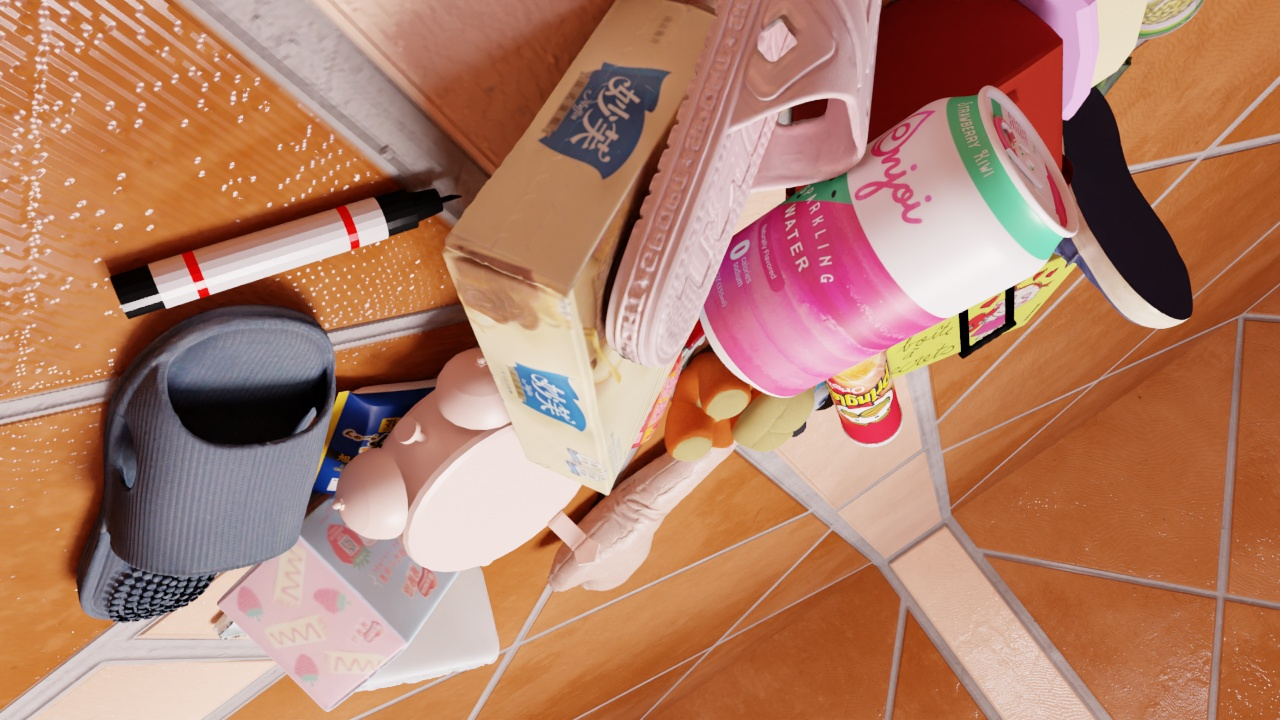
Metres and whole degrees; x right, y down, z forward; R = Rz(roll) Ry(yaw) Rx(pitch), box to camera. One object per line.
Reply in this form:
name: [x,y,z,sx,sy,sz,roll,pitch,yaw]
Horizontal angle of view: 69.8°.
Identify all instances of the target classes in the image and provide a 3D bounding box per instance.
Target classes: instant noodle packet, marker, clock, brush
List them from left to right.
marker: [-0.146,-0.051,0.393,0.145,0.019,0.019,-23,153,-23]
instant noodle packet: [-0.135,0.042,0.567,0.134,0.026,0.087,-7,140,-44]
clock: [-0.089,0.072,0.551,0.131,0.086,0.160,-45,142,2]
brush: [0.207,-0.206,0.456,0.043,0.089,0.228,-41,155,4]
marker: [0.347,-0.186,0.747,0.017,0.017,0.147,-20,152,-27]

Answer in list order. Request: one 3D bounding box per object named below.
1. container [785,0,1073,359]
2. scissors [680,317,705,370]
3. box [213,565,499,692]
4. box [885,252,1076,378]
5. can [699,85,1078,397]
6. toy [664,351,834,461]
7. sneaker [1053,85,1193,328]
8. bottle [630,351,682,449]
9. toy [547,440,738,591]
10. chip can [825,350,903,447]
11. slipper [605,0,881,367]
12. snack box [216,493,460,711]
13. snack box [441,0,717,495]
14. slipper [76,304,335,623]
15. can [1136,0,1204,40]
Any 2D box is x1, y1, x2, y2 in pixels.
container: [0.172,-0.105,0.552,0.148,0.127,0.201,-32,146,-3]
scissors: [0.058,-0.041,0.634,0.179,0.015,0.196,-50,175,-1]
box: [-0.195,0.209,0.705,0.130,0.105,0.211,-39,155,19]
box: [0.271,-0.061,0.807,0.220,0.083,0.125,-21,153,-28]
can: [0.110,-0.051,0.438,0.166,0.088,0.088,-32,161,37]
toy: [0.097,0.024,0.752,0.175,0.096,0.112,-26,157,-42]
sneaker: [0.272,-0.088,0.628,0.091,0.232,0.119,17,141,-21]
bottle: [-0.004,0.004,0.615,0.061,0.062,0.138,-21,152,-26]
toy: [0.020,0.131,0.890,0.264,0.065,0.196,-46,162,10]
chip can: [0.160,0.001,0.688,0.052,0.051,0.215,-34,146,1]
slipper: [0.060,-0.102,0.371,0.239,0.064,0.094,-66,164,-4]
snack box: [-0.182,0.139,0.567,0.080,0.095,0.092,-42,-174,17]
snack box: [-0.012,-0.043,0.440,0.153,0.055,0.208,-61,165,-24]
slipper: [-0.218,0.080,0.471,0.101,0.082,0.264,-8,146,-48]
can: [0.285,-0.237,0.519,0.067,0.067,0.120,-43,154,19]
